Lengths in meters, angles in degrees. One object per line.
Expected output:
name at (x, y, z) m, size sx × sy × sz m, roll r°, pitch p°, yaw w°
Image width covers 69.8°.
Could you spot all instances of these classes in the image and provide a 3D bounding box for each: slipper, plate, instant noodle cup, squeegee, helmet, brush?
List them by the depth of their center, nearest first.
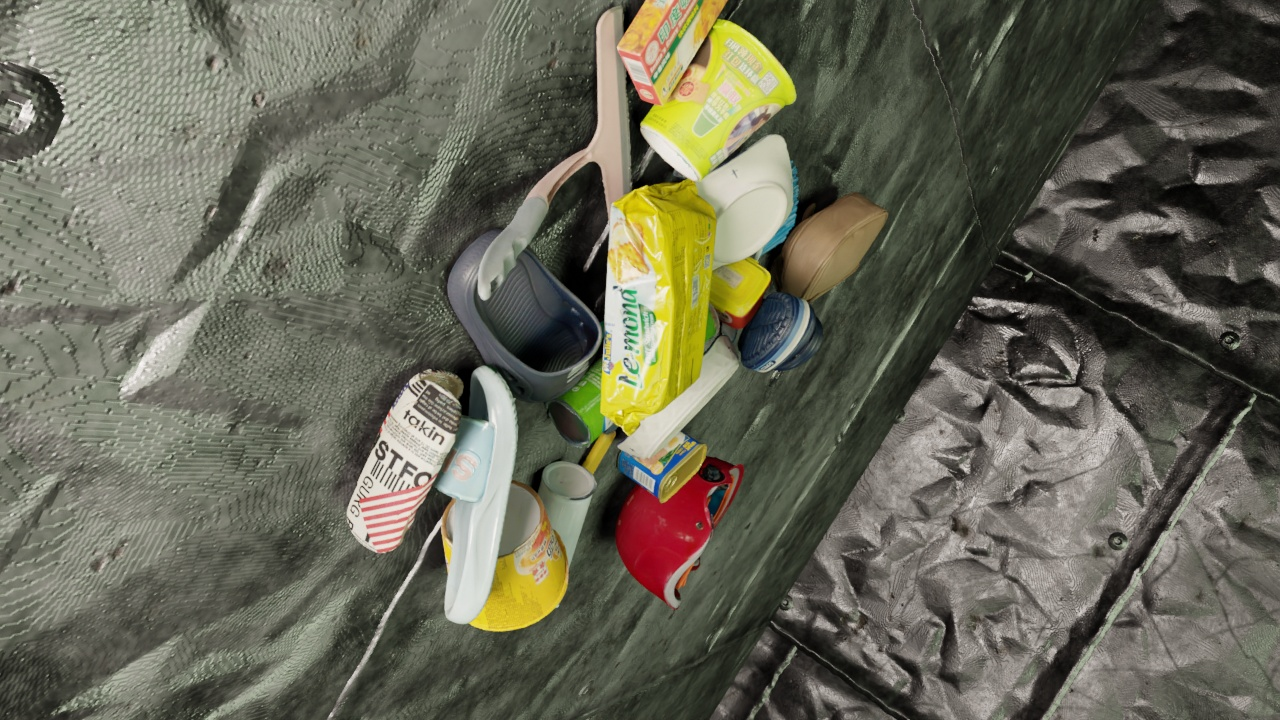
squeegee at (-0.079, -0.135, 0.782) m, size 0.248 × 0.040 × 0.248 m, roll 88°, pitch 27°, yaw -46°
slipper at (-0.168, 0.125, 0.866) m, size 0.074 × 0.104 × 0.245 m, roll 8°, pitch 91°, yaw -19°
slipper at (-0.094, -0.020, 0.873) m, size 0.110 × 0.083 × 0.268 m, roll -49°, pitch 153°, yaw -11°
instant noodle cup at (0.067, -0.242, 0.879) m, size 0.123 × 0.111 × 0.111 m, roll -48°, pitch 155°, yaw 0°
instant noodle cup at (-0.150, 0.202, 0.987) m, size 0.137 × 0.138 × 0.110 m, roll -39°, pitch 142°, yaw -33°
plate at (0.114, -0.165, 1.053) m, size 0.164 × 0.034 × 0.164 m, roll -33°, pitch 148°, yaw -6°
plate at (0.055, 0.053, 1.198) m, size 0.204 × 0.045 × 0.205 m, roll -45°, pitch 174°, yaw -7°
slipper at (0.186, -0.029, 1.209) m, size 0.253 × 0.095 × 0.105 m, roll -128°, pitch -122°, yaw -86°
brush at (0.149, -0.138, 1.217) m, size 0.109 × 0.060 × 0.315 m, roll -42°, pitch 155°, yaw -18°
helmet at (0.050, 0.229, 1.372) m, size 0.239 × 0.144 × 0.207 m, roll -52°, pitch 163°, yaw -46°

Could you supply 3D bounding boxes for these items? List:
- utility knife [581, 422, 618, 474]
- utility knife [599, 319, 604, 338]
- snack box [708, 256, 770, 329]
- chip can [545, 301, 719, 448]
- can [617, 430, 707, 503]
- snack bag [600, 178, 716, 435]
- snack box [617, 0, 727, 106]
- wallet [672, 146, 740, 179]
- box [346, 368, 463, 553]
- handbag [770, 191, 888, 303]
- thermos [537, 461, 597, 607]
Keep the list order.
utility knife at (-0.064, 0.133, 1.188) m, size 0.202 × 0.015 × 0.033 m, roll -59°, pitch 155°, yaw 6°
utility knife at (-0.009, -0.056, 1.064) m, size 0.182 × 0.013 × 0.029 m, roll -31°, pitch 148°, yaw -41°
snack box at (0.112, -0.090, 1.157) m, size 0.082 × 0.091 × 0.080 m, roll -53°, pitch 162°, yaw -13°
chip can at (-0.006, 0.006, 1.076) m, size 0.235 × 0.072 × 0.072 m, roll -40°, pitch 151°, yaw -31°
can at (0.029, 0.136, 1.283) m, size 0.101 × 0.083 × 0.057 m, roll -39°, pitch 149°, yaw -34°
snack bag at (0.023, -0.063, 0.939) m, size 0.157 × 0.068 × 0.247 m, roll -35°, pitch 132°, yaw -62°
snack box at (0.038, -0.311, 0.809) m, size 0.155 × 0.027 × 0.077 m, roll -60°, pitch 156°, yaw -8°
wallet at (0.084, -0.247, 1.001) m, size 0.120 × 0.019 × 0.097 m, roll -20°, pitch 137°, yaw -55°
box at (-0.201, 0.087, 0.817) m, size 0.162 × 0.075 × 0.086 m, roll -64°, pitch 167°, yaw 14°
handbag at (0.275, -0.169, 1.357) m, size 0.203 × 0.100 × 0.148 m, roll -31°, pitch 152°, yaw -44°
thermos at (-0.117, 0.233, 1.156) m, size 0.073 × 0.073 × 0.225 m, roll -25°, pitch 142°, yaw -49°
